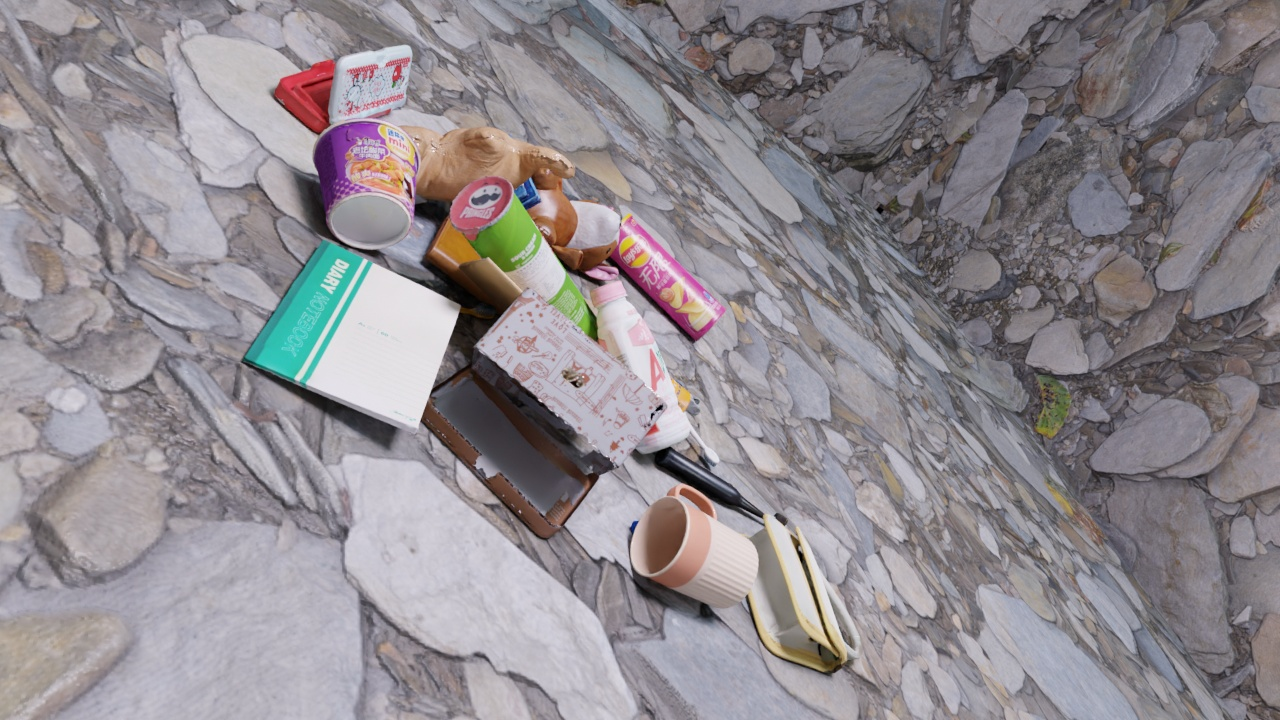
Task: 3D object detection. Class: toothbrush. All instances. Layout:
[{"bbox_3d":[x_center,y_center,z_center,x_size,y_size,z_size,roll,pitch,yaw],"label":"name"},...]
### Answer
[{"bbox_3d":[0.032,0.046,1.182,0.026,0.026,0.221,-29,72,-26],"label":"toothbrush"},{"bbox_3d":[0.104,0.160,1.120,0.212,0.027,0.026,32,-11,-27],"label":"toothbrush"},{"bbox_3d":[-0.220,-0.063,0.961,0.191,0.018,0.016,10,41,-53],"label":"toothbrush"}]

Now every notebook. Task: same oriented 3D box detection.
[{"bbox_3d":[-0.105,-0.032,0.979,0.207,0.008,0.148,46,-13,-18],"label":"notebook"},{"bbox_3d":[-0.251,-0.027,0.835,0.150,0.012,0.208,26,30,-15],"label":"notebook"}]

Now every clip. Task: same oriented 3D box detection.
[{"bbox_3d":[0.058,0.051,1.224,0.057,0.024,0.028,42,28,-24],"label":"clip"}]

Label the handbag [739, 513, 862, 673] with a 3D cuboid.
[{"bbox_3d":[0.197,0.273,1.058,0.178,0.063,0.163,33,29,-34],"label":"handbag"}]

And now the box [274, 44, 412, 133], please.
[{"bbox_3d":[-0.340,-0.343,1.110,0.095,0.100,0.201,42,24,-9],"label":"box"}]

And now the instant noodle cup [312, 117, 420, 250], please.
[{"bbox_3d":[-0.280,-0.177,0.947,0.111,0.112,0.099,22,41,-41],"label":"instant noodle cup"}]

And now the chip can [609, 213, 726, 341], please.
[{"bbox_3d":[0.034,-0.125,1.397,0.210,0.072,0.071,44,24,-4],"label":"chip can"}]

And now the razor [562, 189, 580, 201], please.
[{"bbox_3d":[-0.137,-0.237,1.337,0.167,0.062,0.068,28,-1,-22],"label":"razor"}]

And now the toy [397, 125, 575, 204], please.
[{"bbox_3d":[-0.193,-0.227,1.066,0.225,0.143,0.082,-3,87,-14],"label":"toy"}]

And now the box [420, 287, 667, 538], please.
[{"bbox_3d":[-0.105,0.058,0.879,0.182,0.168,0.151,41,-17,-1],"label":"box"}]

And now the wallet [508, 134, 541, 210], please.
[{"bbox_3d":[-0.191,-0.225,1.164,0.133,0.106,0.040,64,4,34],"label":"wallet"}]

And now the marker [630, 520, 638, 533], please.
[{"bbox_3d":[0.040,0.180,0.999,0.145,0.017,0.017,10,42,-52],"label":"marker"}]

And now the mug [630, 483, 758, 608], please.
[{"bbox_3d":[0.055,0.184,0.932,0.106,0.082,0.114,33,39,-30],"label":"mug"}]

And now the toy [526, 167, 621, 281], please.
[{"bbox_3d":[-0.090,-0.186,1.242,0.199,0.131,0.140,26,65,-56],"label":"toy"}]

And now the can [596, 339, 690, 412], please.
[{"bbox_3d":[-0.009,0.020,1.120,0.146,0.058,0.058,40,25,-13],"label":"can"}]

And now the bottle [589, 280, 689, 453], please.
[{"bbox_3d":[-0.006,0.006,1.057,0.068,0.068,0.197,-24,94,-64],"label":"bottle"}]

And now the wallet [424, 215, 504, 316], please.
[{"bbox_3d":[-0.183,-0.112,1.078,0.130,0.035,0.118,38,25,-20],"label":"wallet"}]

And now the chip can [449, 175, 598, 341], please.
[{"bbox_3d":[-0.119,-0.093,0.998,0.236,0.072,0.072,57,8,-50],"label":"chip can"}]
